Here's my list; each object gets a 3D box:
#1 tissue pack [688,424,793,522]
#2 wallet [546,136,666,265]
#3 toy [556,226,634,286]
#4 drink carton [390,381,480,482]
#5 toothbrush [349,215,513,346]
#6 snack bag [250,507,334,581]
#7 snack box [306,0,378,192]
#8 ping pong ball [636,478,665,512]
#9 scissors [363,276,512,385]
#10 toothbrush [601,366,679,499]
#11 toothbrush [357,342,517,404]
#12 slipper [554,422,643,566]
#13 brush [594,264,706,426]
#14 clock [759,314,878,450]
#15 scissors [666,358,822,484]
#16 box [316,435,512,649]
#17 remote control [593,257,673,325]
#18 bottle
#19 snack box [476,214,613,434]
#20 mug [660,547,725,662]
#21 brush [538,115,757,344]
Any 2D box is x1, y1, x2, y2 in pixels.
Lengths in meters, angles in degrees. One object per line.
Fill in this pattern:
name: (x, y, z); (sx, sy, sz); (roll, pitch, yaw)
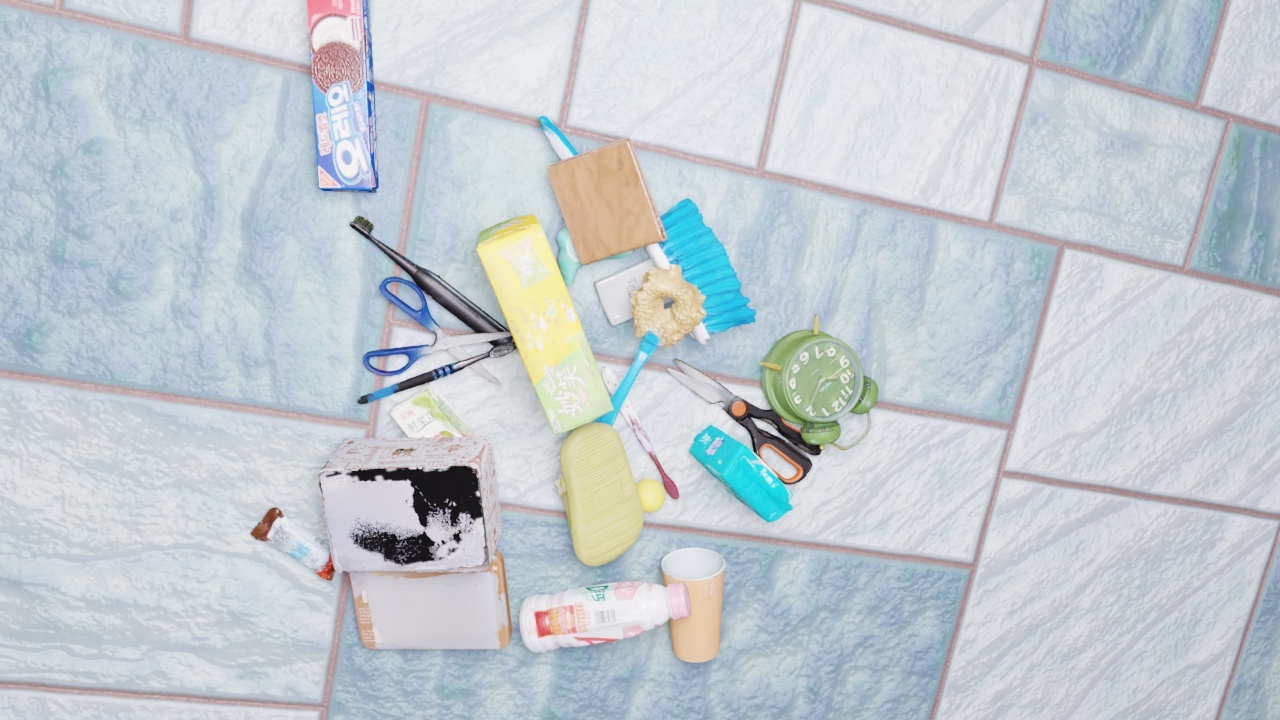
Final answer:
tissue pack: (0.117, 0.130, 1.068); (0.050, 0.133, 0.093); (-46, 110, -5)
wallet: (-0.037, -0.167, 0.974); (0.101, 0.020, 0.115); (-15, 107, 23)
toy: (-0.051, -0.137, 1.033); (0.091, 0.030, 0.096); (-10, 96, -18)
drink carton: (-0.221, 0.087, 1.032); (0.053, 0.045, 0.122); (-32, 104, 9)
toothbrush: (-0.229, -0.085, 1.008); (0.212, 0.026, 0.027); (40, 61, -15)
snack bag: (-0.382, 0.208, 1.032); (0.105, 0.026, 0.045); (37, 101, -15)
snack box: (-0.301, -0.276, 0.936); (0.058, 0.057, 0.207); (-2, 102, -9)
ping pong ball: (0.010, 0.162, 1.099); (0.040, 0.040, 0.040); (-2, 102, -12)
scissors: (-0.229, -0.025, 1.010); (0.162, 0.012, 0.174); (-28, 111, 6)
toothbrush: (0.000, 0.087, 1.096); (0.016, 0.017, 0.187); (-29, 103, -2)
toothbrush: (-0.225, 0.015, 1.012); (0.189, 0.016, 0.014); (-19, 106, 3)
slipper: (-0.054, 0.147, 1.065); (0.091, 0.081, 0.191); (-20, 121, -20)
brush: (-0.006, 0.006, 1.029); (0.083, 0.045, 0.255); (29, 116, 0)
clock: (0.219, 0.035, 1.100); (0.116, 0.056, 0.161); (-40, 102, -10)
scissors: (0.135, 0.053, 1.119); (0.148, 0.022, 0.235); (-36, 101, -11)
box: (-0.241, 0.215, 1.015); (0.177, 0.082, 0.260); (-1, 112, 4)
remote control: (0.016, -0.091, 1.060); (0.135, 0.019, 0.056); (-25, 105, -7)
bottle: (-0.040, 0.295, 1.074); (0.197, 0.068, 0.068); (-12, 104, 9)
snack box: (-0.103, -0.044, 0.972); (0.070, 0.157, 0.210); (-22, 105, -4)
mug: (0.066, 0.302, 1.125); (0.078, 0.078, 0.123); (-6, 108, -11)
brush: (0.012, -0.152, 1.012); (0.109, 0.060, 0.314); (-30, 103, -2)
